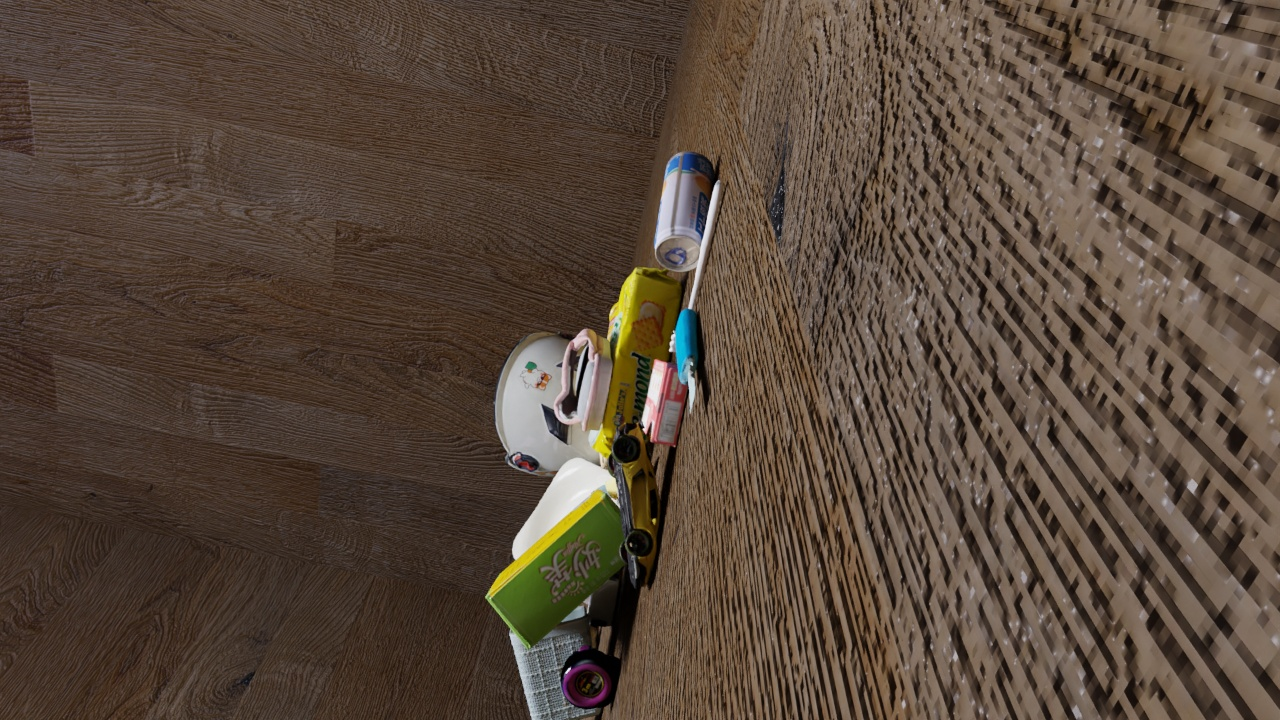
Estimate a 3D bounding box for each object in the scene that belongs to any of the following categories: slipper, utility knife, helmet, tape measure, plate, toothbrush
[{"bbox_3d":[-0.069,0.023,1.091,0.274,0.054,0.114,-121,44,-80],"label":"slipper"},{"bbox_3d":[0.042,-0.002,0.806,0.218,0.018,0.034,-85,9,-70],"label":"utility knife"},{"bbox_3d":[-0.100,0.081,1.440,0.274,0.157,0.229,58,-133,-59],"label":"helmet"},{"bbox_3d":[-0.053,0.325,0.941,0.039,0.058,0.057,-95,14,-80],"label":"tape measure"},{"bbox_3d":[-0.046,0.292,1.121,0.066,0.033,0.065,111,168,-82],"label":"tape measure"},{"bbox_3d":[-0.081,0.214,1.182,0.164,0.034,0.164,20,75,51],"label":"plate"},{"bbox_3d":[-0.025,0.144,1.066,0.031,0.022,0.217,64,150,9],"label":"utility knife"},{"bbox_3d":[0.055,-0.090,0.906,0.016,0.016,0.180,-94,16,-69],"label":"toothbrush"}]

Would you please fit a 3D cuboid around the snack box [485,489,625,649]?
[{"bbox_3d":[-0.080,0.216,0.990,0.157,0.070,0.210,-40,-2,-8],"label":"snack box"}]

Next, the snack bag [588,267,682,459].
[{"bbox_3d":[-0.007,0.007,1.125,0.158,0.068,0.246,154,129,-82],"label":"snack bag"}]

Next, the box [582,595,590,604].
[{"bbox_3d":[-0.085,0.286,1.296,0.185,0.089,0.061,112,166,-51],"label":"box"}]

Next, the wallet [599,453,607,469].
[{"bbox_3d":[-0.040,0.130,1.246,0.087,0.024,0.115,120,148,-72],"label":"wallet"}]

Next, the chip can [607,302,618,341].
[{"bbox_3d":[-0.020,-0.006,1.394,0.212,0.072,0.072,-85,7,-52],"label":"chip can"}]

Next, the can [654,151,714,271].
[{"bbox_3d":[0.046,-0.157,0.961,0.053,0.053,0.134,106,174,-51],"label":"can"}]

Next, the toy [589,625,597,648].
[{"bbox_3d":[-0.092,0.418,1.296,0.104,0.066,0.158,-29,-33,-32],"label":"toy"}]

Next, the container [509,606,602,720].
[{"bbox_3d":[-0.095,0.351,1.050,0.090,0.090,0.111,130,128,-81],"label":"container"}]

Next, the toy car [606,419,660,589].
[{"bbox_3d":[-0.004,0.133,0.854,0.071,0.041,0.155,108,156,-70],"label":"toy car"}]

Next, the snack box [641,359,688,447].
[{"bbox_3d":[0.024,0.039,0.913,0.153,0.025,0.075,-159,81,-86],"label":"snack box"}]
